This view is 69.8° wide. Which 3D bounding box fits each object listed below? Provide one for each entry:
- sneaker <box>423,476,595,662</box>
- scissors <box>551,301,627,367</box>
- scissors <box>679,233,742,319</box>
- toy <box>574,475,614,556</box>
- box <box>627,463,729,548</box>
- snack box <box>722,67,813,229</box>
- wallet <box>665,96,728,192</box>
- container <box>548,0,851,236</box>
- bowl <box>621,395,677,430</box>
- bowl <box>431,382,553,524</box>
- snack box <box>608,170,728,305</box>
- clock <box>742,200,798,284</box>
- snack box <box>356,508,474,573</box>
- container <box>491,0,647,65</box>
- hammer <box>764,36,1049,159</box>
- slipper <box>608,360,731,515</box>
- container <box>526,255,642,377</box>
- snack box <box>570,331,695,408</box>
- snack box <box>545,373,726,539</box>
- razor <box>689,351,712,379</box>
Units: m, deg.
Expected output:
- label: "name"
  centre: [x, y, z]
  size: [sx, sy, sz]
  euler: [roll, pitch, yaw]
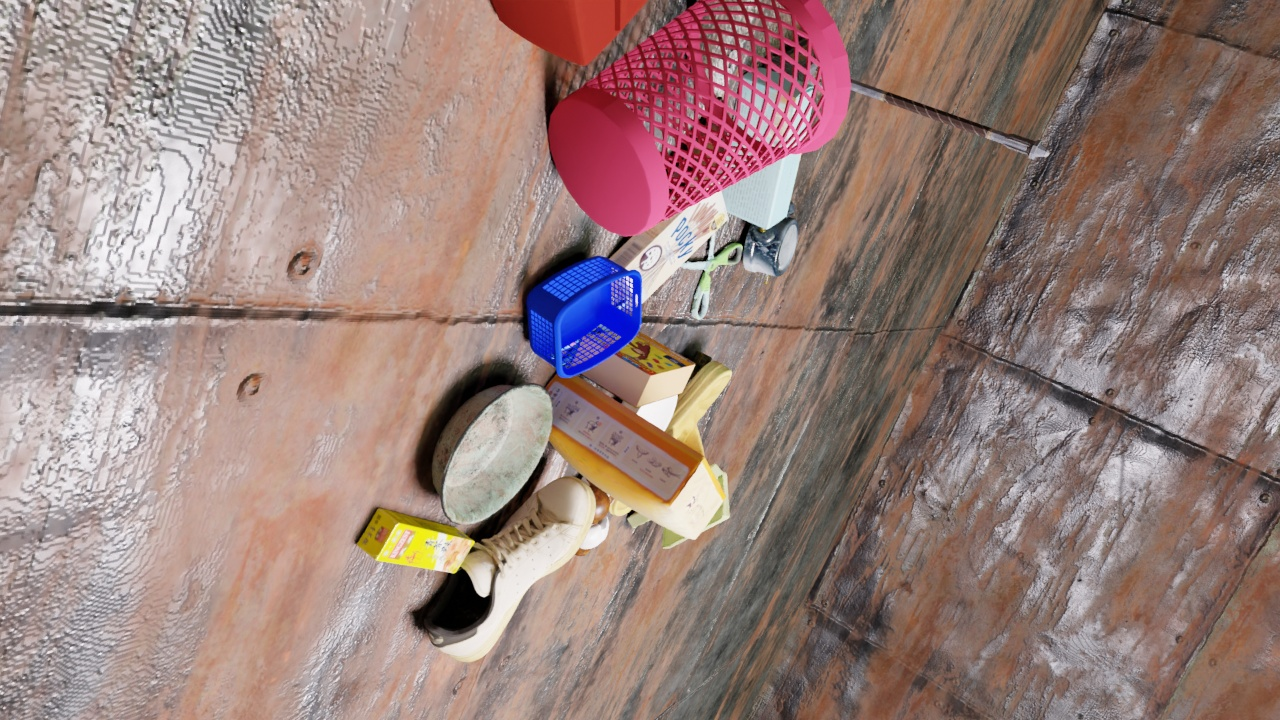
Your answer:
- label: "sneaker"
  centre: [-0.152, 0.217, 1.008]
  size: [0.241, 0.089, 0.102]
  euler: [-52, 146, -9]
- label: "scissors"
  centre: [-0.052, -0.051, 0.992]
  size: [0.135, 0.015, 0.126]
  euler: [-44, 152, -45]
- label: "scissors"
  centre: [0.088, -0.118, 1.179]
  size: [0.171, 0.023, 0.169]
  euler: [-13, 134, -56]
- label: "toy"
  centre: [-0.071, 0.201, 1.167]
  size: [0.087, 0.067, 0.113]
  euler: [-35, 154, -44]
- label: "box"
  centre: [0.058, 0.204, 1.312]
  size: [0.077, 0.089, 0.188]
  euler: [-58, -172, -34]
- label: "snack box"
  centre: [0.146, -0.248, 1.079]
  size: [0.053, 0.075, 0.175]
  euler: [-37, 146, -43]
- label: "wallet"
  centre: [0.064, -0.223, 1.023]
  size: [0.115, 0.018, 0.091]
  euler: [-55, 156, -19]
- label: "container"
  centre: [0.044, -0.220, 0.817]
  size: [0.225, 0.183, 0.183]
  euler: [-38, 147, -27]
- label: "bowl"
  centre: [-0.001, 0.068, 1.175]
  size: [0.109, 0.040, 0.110]
  euler: [-43, 150, -33]
- label: "bowl"
  centre: [-0.152, 0.085, 0.908]
  size: [0.157, 0.038, 0.158]
  euler: [-43, 150, -33]
- label: "snack box"
  centre: [0.033, -0.134, 1.011]
  size: [0.150, 0.026, 0.082]
  euler: [-45, 152, -7]
- label: "clock"
  centre: [0.176, -0.169, 1.243]
  size: [0.090, 0.052, 0.130]
  euler: [-56, 153, -31]
- label: "snack box"
  centre: [-0.216, 0.178, 0.896]
  size: [0.040, 0.029, 0.148]
  euler: [-59, 155, -5]
- label: "container"
  centre: [-0.044, -0.308, 0.589]
  size: [0.148, 0.127, 0.201]
  euler: [-53, 164, -16]
- label: "hammer"
  centre: [0.298, -0.287, 1.029]
  size: [0.098, 0.322, 0.044]
  euler: [-41, 149, -37]
- label: "slipper"
  centre: [0.054, 0.122, 1.273]
  size: [0.264, 0.078, 0.099]
  euler: [-56, 162, 14]
- label: "container"
  centre: [-0.058, -0.047, 0.907]
  size: [0.114, 0.058, 0.096]
  euler: [-32, 140, -34]
- label: "snack box"
  centre: [-0.006, 0.006, 1.028]
  size: [0.125, 0.088, 0.040]
  euler: [-12, 129, -64]
- label: "snack box"
  centre: [-0.016, 0.110, 1.006]
  size: [0.080, 0.195, 0.145]
  euler: [-53, 155, -12]
- label: "razor"
  centre: [0.061, 0.003, 1.250]
  size: [0.042, 0.026, 0.105]
  euler: [-61, 151, 6]
